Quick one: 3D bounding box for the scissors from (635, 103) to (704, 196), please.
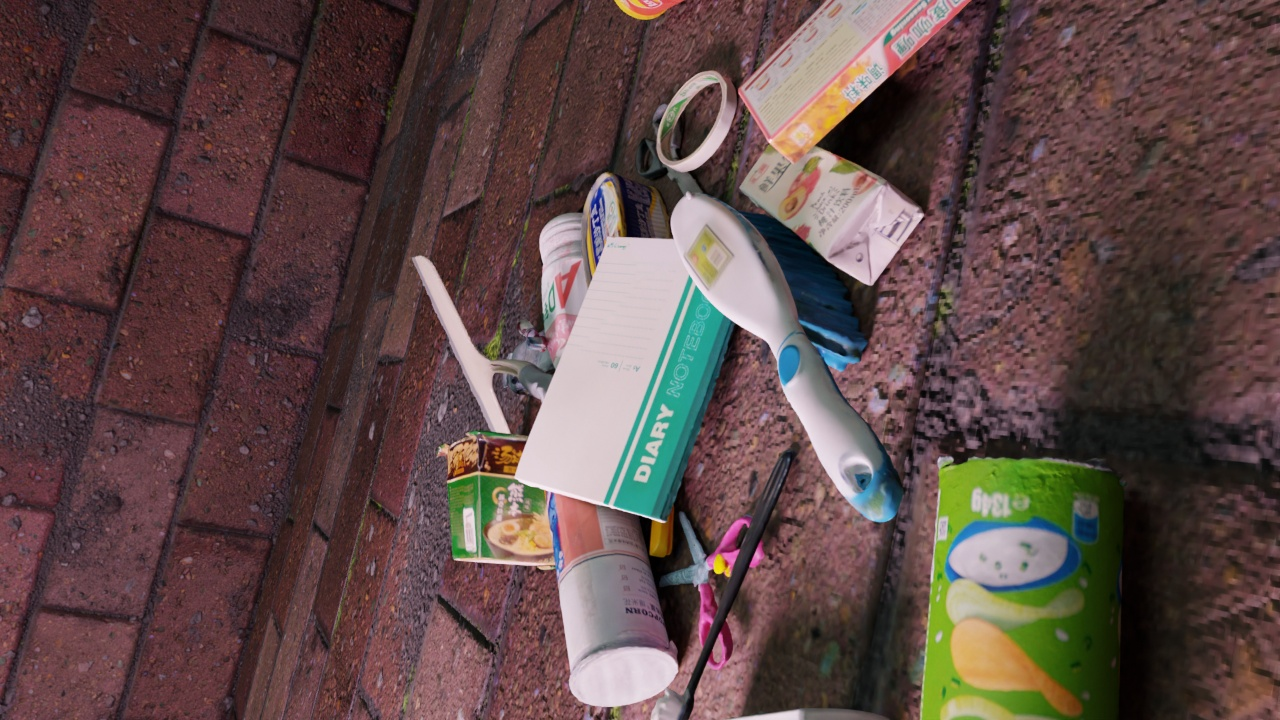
[{"bbox_3d":[0.028,-0.159,0.797,0.141,0.014,0.173,-30,53,54],"label":"scissors"}]

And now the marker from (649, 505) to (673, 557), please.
[{"bbox_3d":[0.019,0.083,0.667,0.018,0.015,0.123,128,153,-54],"label":"marker"}]

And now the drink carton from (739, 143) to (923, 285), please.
[{"bbox_3d":[0.111,-0.095,0.550,0.053,0.045,0.122,-55,31,14],"label":"drink carton"}]

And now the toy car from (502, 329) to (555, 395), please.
[{"bbox_3d":[-0.106,-0.001,0.946,0.121,0.036,0.054,-26,52,53],"label":"toy car"}]

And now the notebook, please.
[{"bbox_3d":[-0.004,0.004,0.670,0.151,0.012,0.209,8,72,42],"label":"notebook"}]

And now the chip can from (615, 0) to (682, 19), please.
[{"bbox_3d":[0.046,-0.360,0.804,0.217,0.073,0.073,14,88,64],"label":"chip can"}]

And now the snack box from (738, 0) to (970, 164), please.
[{"bbox_3d":[0.130,-0.194,0.541,0.156,0.027,0.077,-42,35,21],"label":"snack box"}]

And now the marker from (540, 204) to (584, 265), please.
[{"bbox_3d":[-0.069,-0.139,0.967,0.132,0.020,0.022,-43,23,47],"label":"marker"}]

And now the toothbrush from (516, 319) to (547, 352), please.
[{"bbox_3d":[-0.108,-0.025,0.879,0.187,0.017,0.016,-148,62,-75],"label":"toothbrush"}]

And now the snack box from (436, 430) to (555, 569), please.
[{"bbox_3d":[-0.114,0.125,0.801,0.118,0.117,0.105,-27,57,60],"label":"snack box"}]

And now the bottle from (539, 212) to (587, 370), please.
[{"bbox_3d":[-0.055,-0.041,0.834,0.068,0.068,0.196,-45,42,45],"label":"bottle"}]

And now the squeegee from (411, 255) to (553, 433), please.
[{"bbox_3d":[-0.108,0.015,0.828,0.247,0.039,0.246,14,129,61],"label":"squeegee"}]

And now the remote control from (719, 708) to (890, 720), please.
[{"bbox_3d":[0.064,0.194,0.469,0.135,0.056,0.019,-39,42,51],"label":"remote control"}]

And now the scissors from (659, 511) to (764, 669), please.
[{"bbox_3d":[0.041,0.144,0.591,0.134,0.017,0.124,142,137,-57],"label":"scissors"}]

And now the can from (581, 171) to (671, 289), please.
[{"bbox_3d":[-0.013,-0.102,0.800,0.075,0.049,0.148,-52,34,39],"label":"can"}]

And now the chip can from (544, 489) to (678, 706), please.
[{"bbox_3d":[-0.030,0.136,0.669,0.071,0.071,0.214,-57,30,31],"label":"chip can"}]

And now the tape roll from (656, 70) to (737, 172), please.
[{"bbox_3d":[0.046,-0.198,0.763,0.086,0.014,0.085,-30,50,43],"label":"tape roll"}]

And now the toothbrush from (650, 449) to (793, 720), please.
[{"bbox_3d":[0.050,0.126,0.518,0.180,0.018,0.016,-61,12,-24],"label":"toothbrush"}]

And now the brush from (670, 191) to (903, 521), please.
[{"bbox_3d":[0.083,-0.014,0.494,0.061,0.109,0.314,-55,36,20],"label":"brush"}]

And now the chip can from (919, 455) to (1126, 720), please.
[{"bbox_3d":[0.135,0.153,0.334,0.072,0.072,0.235,-18,59,60],"label":"chip can"}]
